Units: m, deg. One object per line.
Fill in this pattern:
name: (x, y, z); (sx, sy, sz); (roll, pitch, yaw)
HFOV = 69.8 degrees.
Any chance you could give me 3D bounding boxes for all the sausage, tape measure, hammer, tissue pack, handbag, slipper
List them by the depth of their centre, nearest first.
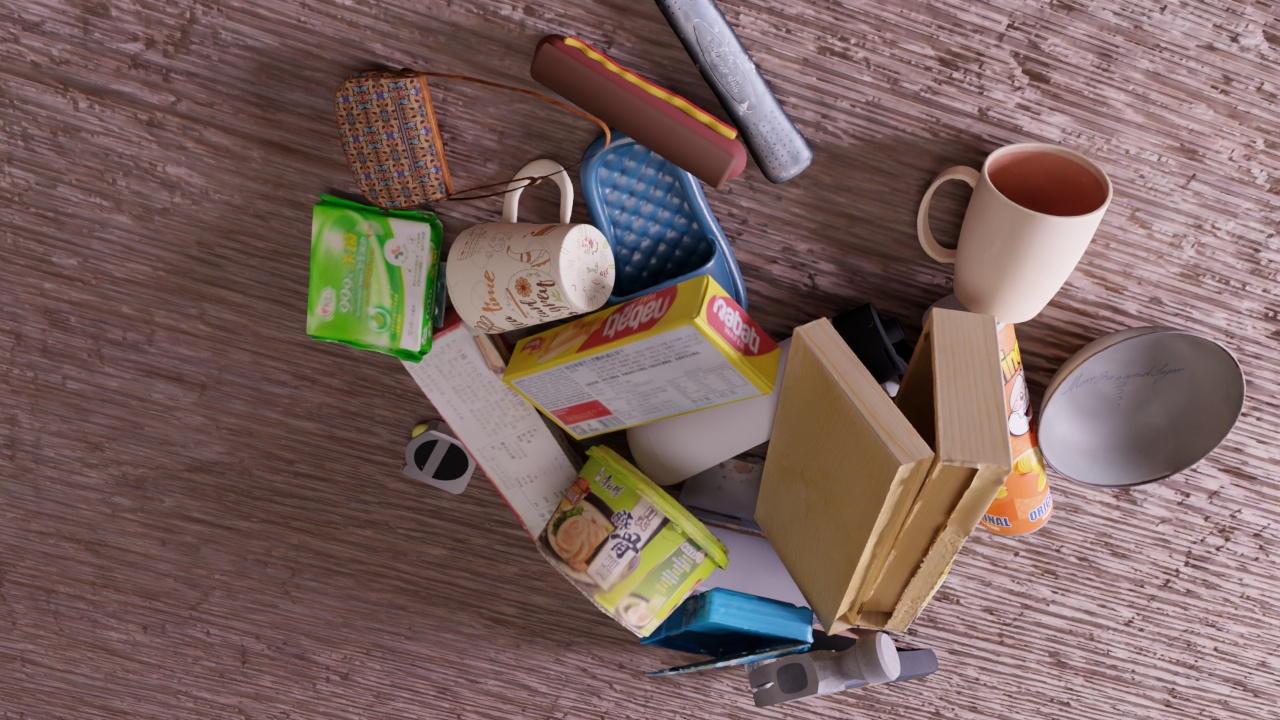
hammer: (0.004, -0.238, 0.565); (0.141, 0.036, 0.326); (-30, 118, 20)
sausage: (0.000, -0.163, 0.594); (0.155, 0.040, 0.040); (31, 122, -1)
handbag: (-0.108, -0.150, 0.605); (0.196, 0.043, 0.094); (3, 120, 23)
slipper: (0.019, -0.068, 0.669); (0.104, 0.059, 0.214); (-12, 122, 9)
tissue pack: (-0.196, -0.060, 0.679); (0.099, 0.034, 0.114); (10, 104, 8)
tape measure: (-0.177, 0.085, 0.814); (0.064, 0.016, 0.065); (24, 123, -14)
hammer: (0.204, 0.273, 0.815); (0.140, 0.035, 0.312); (-25, 154, 27)

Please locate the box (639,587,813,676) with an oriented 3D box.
box: (0.067, 0.255, 0.819); (0.091, 0.066, 0.244); (14, 157, -8)

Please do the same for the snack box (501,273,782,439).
snack box: (-0.004, 0.004, 0.675); (0.201, 0.042, 0.092); (-17, 134, 41)

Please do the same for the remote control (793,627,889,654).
remote control: (0.189, 0.288, 0.936); (0.125, 0.010, 0.039); (1, 125, 4)

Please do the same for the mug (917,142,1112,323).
mug: (0.247, -0.088, 0.633); (0.111, 0.085, 0.104); (25, 140, 20)

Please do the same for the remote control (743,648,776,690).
remote control: (0.121, 0.283, 0.916); (0.022, 0.050, 0.133); (-18, 126, -15)

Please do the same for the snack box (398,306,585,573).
snack box: (-0.103, 0.072, 0.786); (0.077, 0.044, 0.273); (-23, 121, 12)

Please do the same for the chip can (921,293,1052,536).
chip can: (0.278, 0.047, 0.729); (0.062, 0.062, 0.210); (-17, 122, 15)

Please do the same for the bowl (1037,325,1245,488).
bowl: (0.376, 0.027, 0.712); (0.151, 0.056, 0.151); (1, 125, 2)

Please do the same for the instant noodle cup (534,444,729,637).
instant noodle cup: (-0.011, 0.147, 0.735); (0.146, 0.146, 0.097); (45, 81, -24)

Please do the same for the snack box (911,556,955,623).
snack box: (0.255, 0.172, 0.797); (0.026, 0.061, 0.149); (33, 150, 26)

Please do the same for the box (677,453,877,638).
box: (0.133, 0.166, 0.834); (0.216, 0.063, 0.157); (14, 117, -6)

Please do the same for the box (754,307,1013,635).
box: (0.170, 0.092, 0.667); (0.148, 0.140, 0.249); (-1, 141, -2)

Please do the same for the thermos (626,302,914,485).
thermos: (0.109, 0.036, 0.734); (0.230, 0.068, 0.101); (-27, 130, 20)

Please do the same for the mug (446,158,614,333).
mug: (-0.072, -0.082, 0.647); (0.097, 0.122, 0.081); (-2, 172, 37)
